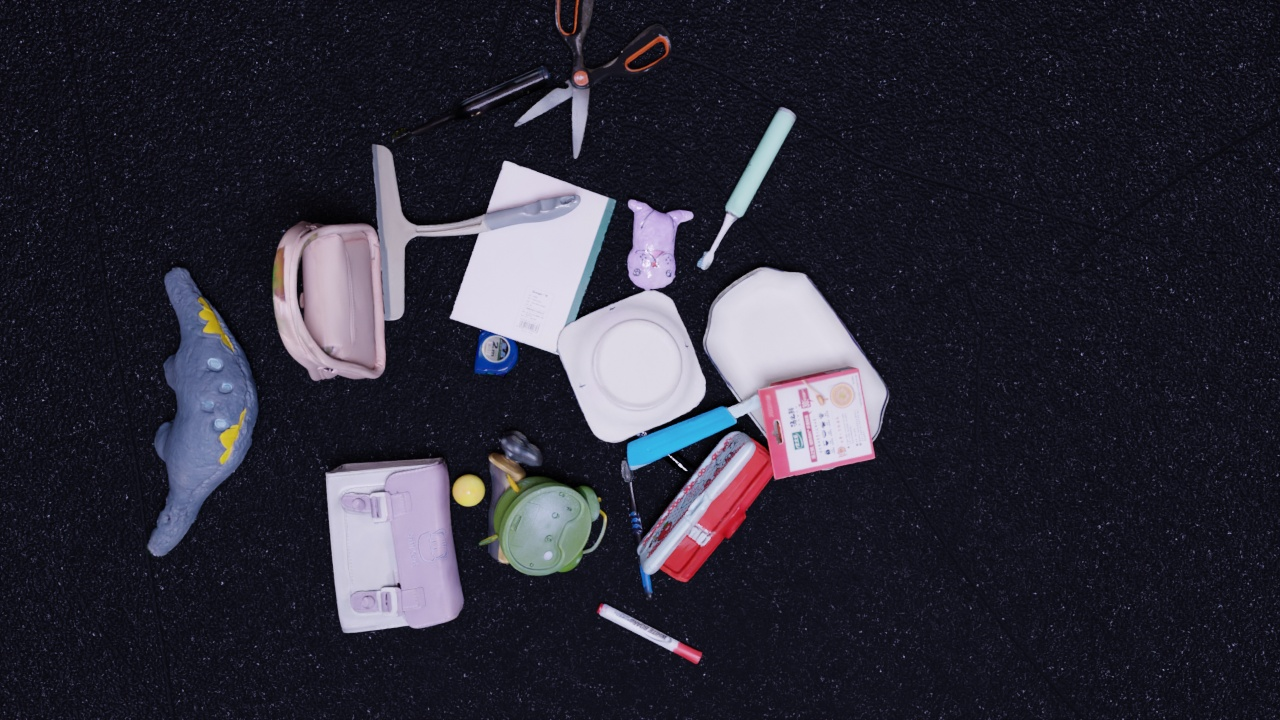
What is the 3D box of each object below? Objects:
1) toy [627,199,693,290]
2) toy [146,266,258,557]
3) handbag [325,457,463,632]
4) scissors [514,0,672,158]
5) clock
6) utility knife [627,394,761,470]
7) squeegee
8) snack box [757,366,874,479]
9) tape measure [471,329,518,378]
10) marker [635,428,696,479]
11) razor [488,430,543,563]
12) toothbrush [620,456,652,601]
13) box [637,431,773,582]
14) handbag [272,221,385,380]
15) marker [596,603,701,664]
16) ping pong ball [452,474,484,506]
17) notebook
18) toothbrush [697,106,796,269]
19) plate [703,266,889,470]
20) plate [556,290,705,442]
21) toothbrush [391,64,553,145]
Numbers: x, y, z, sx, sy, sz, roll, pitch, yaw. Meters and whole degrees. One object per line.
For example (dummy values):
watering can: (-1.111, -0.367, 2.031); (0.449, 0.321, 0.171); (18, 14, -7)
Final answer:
toy: (0.019, -0.140, 1.142); (0.084, 0.039, 0.108); (7, 91, -10)
toy: (-0.536, 0.067, 1.120); (0.138, 0.091, 0.356); (6, 90, 11)
handbag: (-0.301, 0.225, 1.130); (0.145, 0.098, 0.197); (-6, 93, -6)
scissors: (-0.059, -0.361, 1.121); (0.230, 0.022, 0.221); (-14, 83, -9)
clock: (-0.110, 0.202, 1.129); (0.161, 0.056, 0.116); (20, 96, -33)
utility knife: (0.078, 0.081, 1.136); (0.209, 0.018, 0.034); (-23, 92, 4)
squeegee: (-0.194, -0.171, 1.118); (0.246, 0.039, 0.246); (-10, 67, -3)
snack box: (0.208, 0.075, 1.111); (0.127, 0.044, 0.113); (-11, 95, -5)
tape measure: (-0.180, -0.008, 1.151); (0.054, 0.025, 0.058); (7, 82, -3)
marker: (0.023, 0.107, 1.162); (0.132, 0.022, 0.020); (41, 105, -1)
razor: (-0.162, 0.173, 1.149); (0.067, 0.062, 0.167); (8, 98, -3)
toothbrush: (-0.004, 0.216, 1.170); (0.014, 0.016, 0.189); (-9, 94, 7)
box: (0.087, 0.184, 1.114); (0.112, 0.099, 0.201); (38, 92, -23)
handbag: (-0.362, -0.069, 1.042); (0.093, 0.234, 0.193); (-4, 92, -3)
marker: (0.011, 0.349, 1.175); (0.145, 0.017, 0.017); (28, 92, -2)
ping pong ball: (-0.215, 0.163, 1.151); (0.040, 0.040, 0.040); (0, 92, -1)
notebook: (-0.133, -0.127, 1.143); (0.150, 0.012, 0.209); (19, 86, -1)
toothbrush: (0.131, -0.213, 1.146); (0.026, 0.027, 0.224); (27, 92, -34)
plate: (0.193, 0.010, 1.153); (0.162, 0.034, 0.265); (-37, 93, 2)
plate: (-0.007, 0.007, 1.134); (0.163, 0.034, 0.164); (-24, 93, -13)
toothbrush: (-0.211, -0.314, 1.139); (0.212, 0.026, 0.027); (-22, 58, 2)
